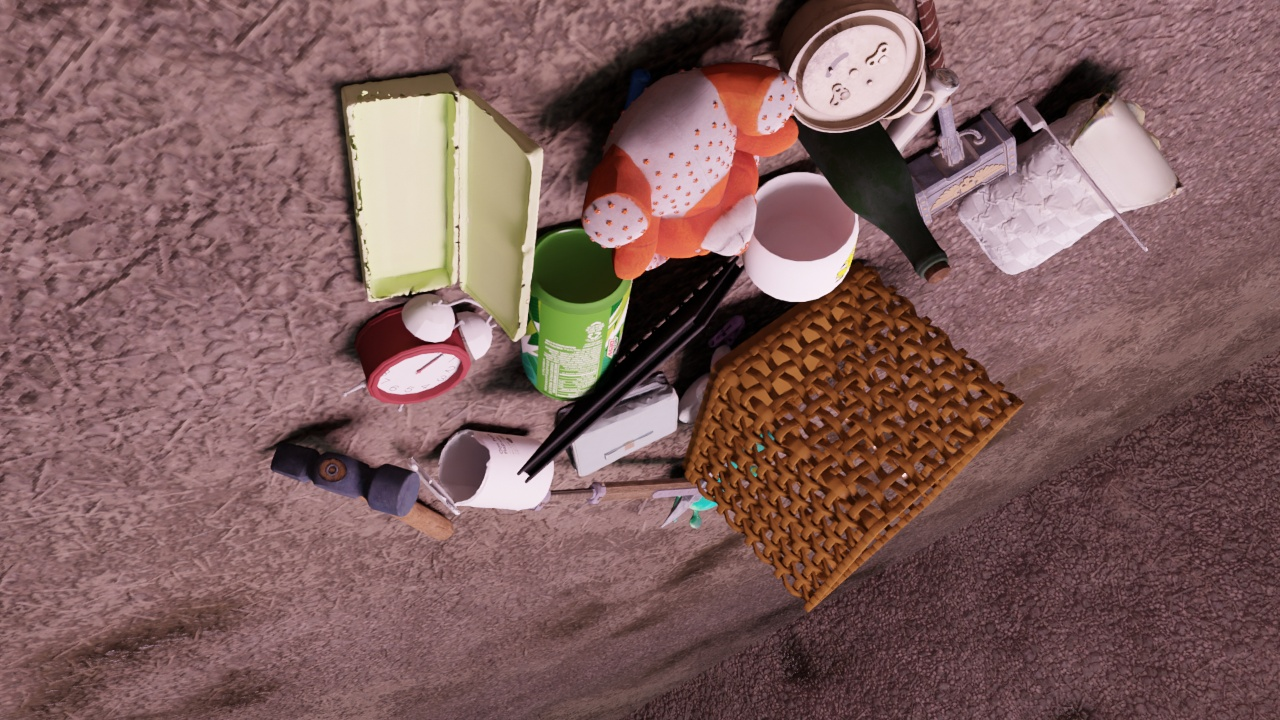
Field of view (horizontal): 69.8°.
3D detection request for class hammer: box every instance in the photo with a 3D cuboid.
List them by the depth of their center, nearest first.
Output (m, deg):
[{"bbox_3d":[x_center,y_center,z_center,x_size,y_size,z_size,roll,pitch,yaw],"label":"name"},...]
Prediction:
[{"bbox_3d":[0.231,-0.217,0.709,0.098,0.044,0.322,-31,151,11],"label":"hammer"},{"bbox_3d":[-0.245,0.144,0.918,0.129,0.040,0.322,14,163,10],"label":"hammer"},{"bbox_3d":[-0.020,0.158,1.093,0.316,0.028,0.147,6,127,-50],"label":"hammer"}]

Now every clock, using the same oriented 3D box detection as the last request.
[{"bbox_3d":[0.153,-0.203,0.630,0.140,0.054,0.093,16,135,-32],"label":"clock"},{"bbox_3d":[-0.172,-0.010,0.726,0.125,0.044,0.087,-33,153,18],"label":"clock"}]

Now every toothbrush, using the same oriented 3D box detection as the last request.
[{"bbox_3d":[0.194,-0.162,0.736,0.024,0.022,0.186,22,149,-5],"label":"toothbrush"},{"bbox_3d":[0.368,-0.157,0.774,0.010,0.181,0.010,-27,149,9],"label":"toothbrush"}]

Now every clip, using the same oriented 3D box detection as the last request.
[{"bbox_3d":[0.095,-0.028,0.961,0.051,0.014,0.045,-35,152,23],"label":"clip"}]

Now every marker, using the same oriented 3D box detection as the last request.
[{"bbox_3d":[-0.013,-0.146,0.651,0.013,0.013,0.142,-14,151,-22],"label":"marker"}]

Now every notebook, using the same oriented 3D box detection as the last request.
[{"bbox_3d":[-0.005,0.005,0.826,0.232,0.019,0.168,-42,-175,30],"label":"notebook"}]

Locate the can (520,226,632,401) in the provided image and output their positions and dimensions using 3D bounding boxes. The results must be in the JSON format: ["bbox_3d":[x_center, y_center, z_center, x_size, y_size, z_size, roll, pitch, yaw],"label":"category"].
[{"bbox_3d":[-0.055,-0.033,0.741,0.083,0.083,0.144,-17,152,-17],"label":"can"}]

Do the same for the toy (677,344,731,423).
[{"bbox_3d":[0.070,0.038,1.015,0.075,0.037,0.126,-54,175,-32],"label":"toy"}]

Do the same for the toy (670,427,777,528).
[{"bbox_3d":[0.113,0.156,1.253,0.194,0.072,0.130,-46,142,19],"label":"toy"}]

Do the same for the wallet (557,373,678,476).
[{"bbox_3d":[-0.022,0.069,0.998,0.131,0.054,0.100,-24,156,-11],"label":"wallet"}]

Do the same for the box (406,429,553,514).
[{"bbox_3d":[-0.164,0.113,0.912,0.092,0.081,0.159,-52,145,15],"label":"box"}]

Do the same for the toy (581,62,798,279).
[{"bbox_3d":[0.037,-0.122,0.640,0.164,0.093,0.172,-42,163,1],"label":"toy"}]

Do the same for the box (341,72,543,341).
[{"bbox_3d":[-0.125,-0.096,0.597,0.133,0.061,0.188,17,146,2],"label":"box"}]

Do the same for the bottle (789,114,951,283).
[{"bbox_3d":[0.171,-0.127,0.664,0.055,0.174,0.055,-20,153,-11],"label":"bottle"}]

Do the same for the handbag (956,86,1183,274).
[{"bbox_3d":[0.393,-0.167,0.862,0.172,0.112,0.123,-35,-171,43],"label":"handbag"}]

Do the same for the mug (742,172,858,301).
[{"bbox_3d":[0.136,-0.111,0.769,0.068,0.094,0.115,79,34,-65],"label":"mug"}]

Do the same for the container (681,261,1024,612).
[{"bbox_3d":[0.206,0.084,0.975,0.219,0.214,0.252,-34,158,-23],"label":"container"}]
